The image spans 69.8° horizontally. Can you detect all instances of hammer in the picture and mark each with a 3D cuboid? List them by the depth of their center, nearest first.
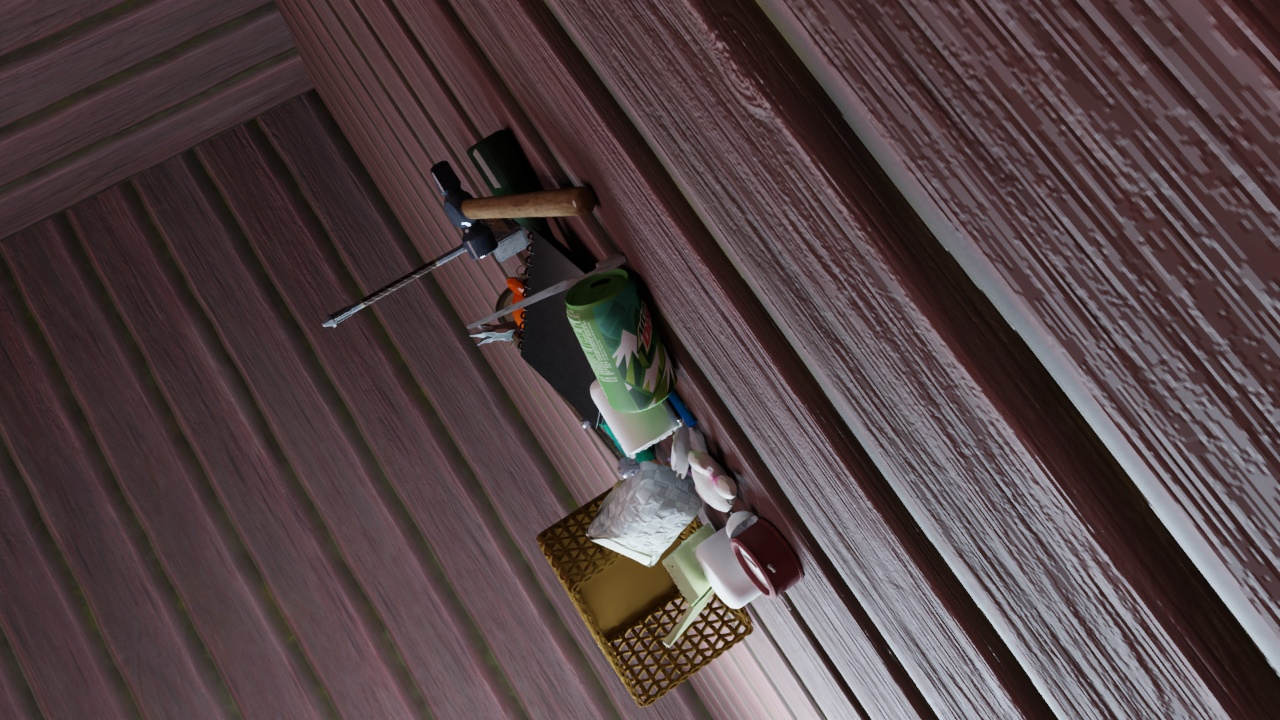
[{"bbox_3d":[-0.149,-0.181,1.069,0.322,0.040,0.129,10,132,54],"label":"hammer"},{"bbox_3d":[-0.097,0.048,1.280,0.317,0.146,0.028,48,127,31],"label":"hammer"},{"bbox_3d":[-0.331,-0.134,1.380,0.098,0.321,0.044,49,165,37],"label":"hammer"}]

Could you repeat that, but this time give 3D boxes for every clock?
[{"bbox_3d":[0.139,0.223,1.053,0.124,0.044,0.087,37,155,57],"label":"clock"},{"bbox_3d":[-0.187,-0.093,1.497,0.055,0.093,0.140,69,-169,-65],"label":"clock"}]

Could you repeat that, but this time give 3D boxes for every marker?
[{"bbox_3d":[0.023,0.021,1.099,0.142,0.013,0.013,55,167,19],"label":"marker"}]

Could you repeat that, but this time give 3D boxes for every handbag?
[{"bbox_3d":[0.014,0.200,1.287,0.112,0.123,0.172,27,130,-12],"label":"handbag"}]

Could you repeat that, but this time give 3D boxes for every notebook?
[{"bbox_3d":[-0.093,-0.040,1.168,0.169,0.019,0.232,42,143,24],"label":"notebook"}]

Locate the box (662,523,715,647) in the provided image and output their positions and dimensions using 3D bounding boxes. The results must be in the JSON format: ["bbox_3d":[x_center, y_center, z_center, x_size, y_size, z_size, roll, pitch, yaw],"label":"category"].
[{"bbox_3d":[0.079,0.300,1.242,0.187,0.061,0.133,-5,-82,-71],"label":"box"}]

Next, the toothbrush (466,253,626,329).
[{"bbox_3d":[-0.098,-0.072,0.955,0.010,0.181,0.010,46,158,56],"label":"toothbrush"}]

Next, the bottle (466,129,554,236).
[{"bbox_3d":[-0.148,-0.199,1.147,0.174,0.055,0.055,59,168,-14],"label":"bottle"}]

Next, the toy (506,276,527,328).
[{"bbox_3d":[-0.109,-0.052,1.285,0.172,0.092,0.164,40,164,22],"label":"toy"}]

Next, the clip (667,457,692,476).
[{"bbox_3d":[0.056,0.138,1.208,0.014,0.045,0.050,164,89,-76],"label":"clip"}]

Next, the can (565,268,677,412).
[{"bbox_3d":[-0.021,-0.021,1.005,0.083,0.083,0.144,38,156,58],"label":"can"}]

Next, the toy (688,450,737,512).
[{"bbox_3d":[0.085,0.144,1.089,0.076,0.037,0.125,51,168,18],"label":"toy"}]

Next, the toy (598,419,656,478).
[{"bbox_3d":[-0.026,0.113,1.357,0.131,0.072,0.193,23,144,55],"label":"toy"}]

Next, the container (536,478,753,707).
[{"bbox_3d":[0.002,0.360,1.492,0.252,0.219,0.214,63,167,-20],"label":"container"}]

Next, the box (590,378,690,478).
[{"bbox_3d":[0.011,0.077,1.103,0.160,0.092,0.081,61,-175,6],"label":"box"}]

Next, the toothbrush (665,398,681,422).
[{"bbox_3d":[-0.007,0.007,1.157,0.185,0.022,0.024,55,149,8],"label":"toothbrush"}]

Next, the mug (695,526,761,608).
[{"bbox_3d":[0.116,0.259,1.168,0.094,0.068,0.116,60,168,-4],"label":"mug"}]
